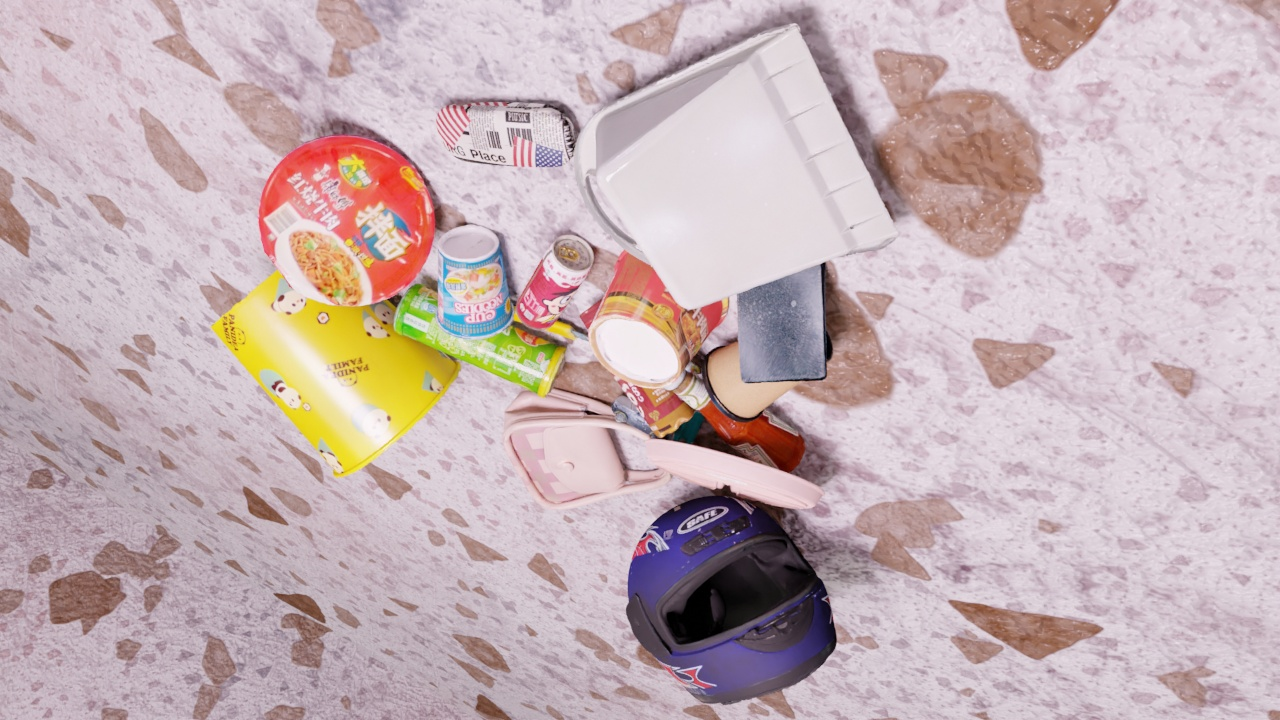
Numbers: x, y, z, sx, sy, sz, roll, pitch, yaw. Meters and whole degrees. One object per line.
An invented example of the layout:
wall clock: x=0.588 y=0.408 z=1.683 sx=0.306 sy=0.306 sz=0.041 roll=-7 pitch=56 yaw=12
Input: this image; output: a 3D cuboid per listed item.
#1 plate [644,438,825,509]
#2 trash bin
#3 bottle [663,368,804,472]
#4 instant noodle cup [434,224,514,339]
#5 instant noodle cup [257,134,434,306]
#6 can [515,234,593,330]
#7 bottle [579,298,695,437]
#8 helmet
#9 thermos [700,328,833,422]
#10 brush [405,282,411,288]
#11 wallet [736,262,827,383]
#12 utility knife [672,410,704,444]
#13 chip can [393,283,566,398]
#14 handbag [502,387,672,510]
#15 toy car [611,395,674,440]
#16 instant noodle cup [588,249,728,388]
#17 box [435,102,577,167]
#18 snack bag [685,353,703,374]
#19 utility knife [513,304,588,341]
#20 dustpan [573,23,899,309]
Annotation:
plate: x=0.112 y=0.144 z=1.137 sx=0.229 sy=0.028 sz=0.230 roll=17 pitch=168 yaw=3
trash bin: x=-0.412 y=-0.012 z=1.237 sx=0.230 sy=0.228 sz=0.255 roll=-21 pitch=115 yaw=46
bottle: x=0.106 y=0.066 z=1.077 sx=0.206 sy=0.059 sz=0.060 roll=34 pitch=144 yaw=-25
instant noodle cup: x=-0.202 y=-0.098 z=1.098 sx=0.099 sy=0.099 sz=0.110 roll=18 pitch=135 yaw=16
instant noodle cup: x=-0.340 y=-0.162 z=1.064 sx=0.194 sy=0.193 sz=0.066 roll=48 pitch=173 yaw=-23
can: x=-0.100 y=-0.089 z=1.065 sx=0.053 sy=0.053 sz=0.133 roll=34 pitch=143 yaw=-6
bottle: x=-0.006 y=0.006 z=1.086 sx=0.175 sy=0.057 sz=0.058 roll=54 pitch=140 yaw=-4
helmet: x=0.107 y=0.299 z=1.213 sx=0.240 sy=0.247 sz=0.316 roll=62 pitch=163 yaw=6
thermos: x=0.136 y=0.005 z=0.999 sx=0.093 sy=0.092 sz=0.144 roll=41 pitch=133 yaw=-15
brush: x=-0.347 y=-0.147 z=1.146 sx=0.063 sy=0.072 sz=0.146 roll=-8 pitch=125 yaw=39
wallet: x=0.143 y=-0.038 z=0.931 sx=0.097 sy=0.121 sz=0.019 roll=-5 pitch=174 yaw=38
utility knife: x=0.072 y=0.054 z=1.153 sx=0.029 sy=0.013 sz=0.219 roll=25 pitch=142 yaw=6
chip can: x=-0.207 y=-0.027 z=1.181 sx=0.221 sy=0.072 sz=0.073 roll=24 pitch=143 yaw=0
handbag: x=-0.063 y=0.128 z=1.285 sx=0.234 sy=0.093 sz=0.193 roll=0 pitch=136 yaw=21
toy car: x=0.005 y=0.074 z=1.199 sx=0.090 sy=0.042 sz=0.034 roll=28 pitch=116 yaw=-3
instant noodle cup: x=0.012 y=-0.044 z=0.999 sx=0.138 sy=0.108 sz=0.138 roll=19 pitch=142 yaw=15
box: x=-0.137 y=-0.233 z=0.939 sx=0.164 sy=0.051 sz=0.068 roll=12 pitch=150 yaw=24
snack bag: x=0.043 y=0.017 z=1.116 sx=0.048 sy=0.026 sz=0.104 roll=43 pitch=143 yaw=-8
utility knife: x=-0.140 y=-0.054 z=1.164 sx=0.171 sy=0.015 sz=0.033 roll=19 pitch=162 yaw=13
dustpan: x=0.062 y=-0.168 z=0.850 sx=0.258 sy=0.142 sz=0.223 roll=-27 pitch=121 yaw=16
